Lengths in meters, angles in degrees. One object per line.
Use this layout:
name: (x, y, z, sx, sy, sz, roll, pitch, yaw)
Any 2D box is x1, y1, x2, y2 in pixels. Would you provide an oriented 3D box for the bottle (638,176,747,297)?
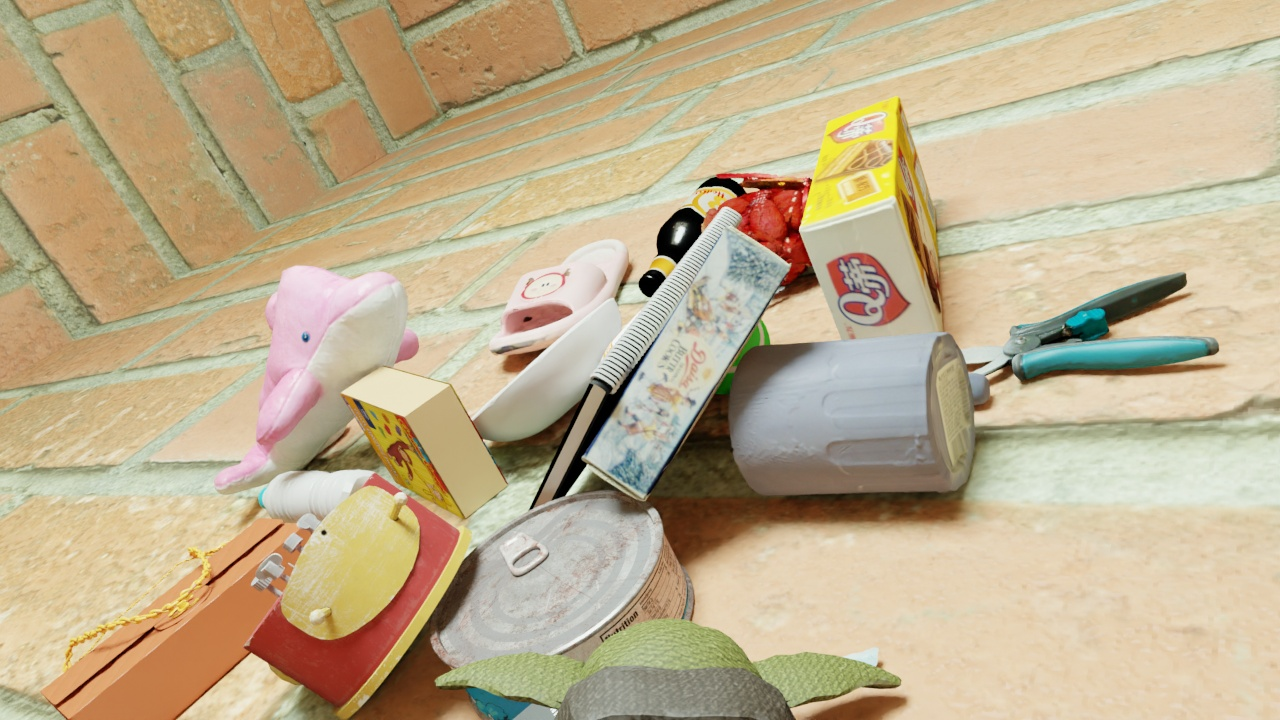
bottle: (0.047, -0.113, 0.872, 0.059, 0.059, 0.181, -7, 29, 35)

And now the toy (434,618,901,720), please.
toy: (0.013, 0.154, 0.316, 0.179, 0.078, 0.152, 0, 20, -2)

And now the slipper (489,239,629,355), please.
slipper: (-0.074, -0.069, 0.905, 0.107, 0.056, 0.220, -10, 27, 28)

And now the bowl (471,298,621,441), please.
bowl: (-0.063, 0.017, 0.694, 0.149, 0.043, 0.149, -41, 2, 2)

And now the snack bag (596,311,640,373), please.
snack bag: (-0.002, -0.017, 0.671, 0.070, 0.016, 0.196, -64, -6, 30)

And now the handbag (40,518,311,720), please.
handbag: (-0.312, 0.175, 0.626, 0.109, 0.060, 0.171, -5, 30, 47)

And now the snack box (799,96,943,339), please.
snack box: (0.171, -0.102, 0.661, 0.062, 0.110, 0.229, -15, 25, 24)

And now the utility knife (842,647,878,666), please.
utility knife: (0.024, 0.151, 0.398, 0.165, 0.015, 0.022, -18, 39, 9)

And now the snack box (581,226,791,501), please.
snack box: (0.032, -0.004, 0.532, 0.145, 0.042, 0.144, -59, -4, 10)

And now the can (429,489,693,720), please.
can: (-0.041, 0.125, 0.475, 0.130, 0.044, 0.129, -21, 24, 9)

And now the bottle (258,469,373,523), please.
bottle: (-0.256, 0.109, 0.722, 0.136, 0.044, 0.044, -6, 30, 37)

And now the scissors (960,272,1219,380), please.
scissors: (0.247, -0.011, 0.510, 0.155, 0.019, 0.124, -29, 21, -3)

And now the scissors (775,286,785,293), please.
scissors: (0.038, -0.020, 0.745, 0.175, 0.014, 0.141, -28, 20, -1)

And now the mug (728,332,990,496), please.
mug: (0.122, 0.027, 0.496, 0.104, 0.084, 0.123, -6, 3, 36)

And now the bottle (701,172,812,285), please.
bottle: (0.111, -0.111, 0.759, 0.111, 0.099, 0.098, -7, 29, 30)

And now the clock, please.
clock: (-0.167, 0.125, 0.511, 0.159, 0.081, 0.116, -38, 17, 55)

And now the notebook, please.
notebook: (-0.004, 0.003, 0.585, 0.206, 0.016, 0.149, -54, -6, -47)

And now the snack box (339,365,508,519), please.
snack box: (-0.163, 0.057, 0.683, 0.040, 0.088, 0.126, -38, 26, -27)

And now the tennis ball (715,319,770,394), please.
tennis ball: (0.057, -0.009, 0.634, 0.065, 0.065, 0.065, -21, 24, 9)

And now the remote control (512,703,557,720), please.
remote control: (-0.076, 0.191, 0.383, 0.146, 0.015, 0.033, -37, 38, -13)

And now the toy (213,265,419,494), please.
toy: (-0.283, 0.001, 0.778, 0.266, 0.128, 0.186, -50, -8, 34)
